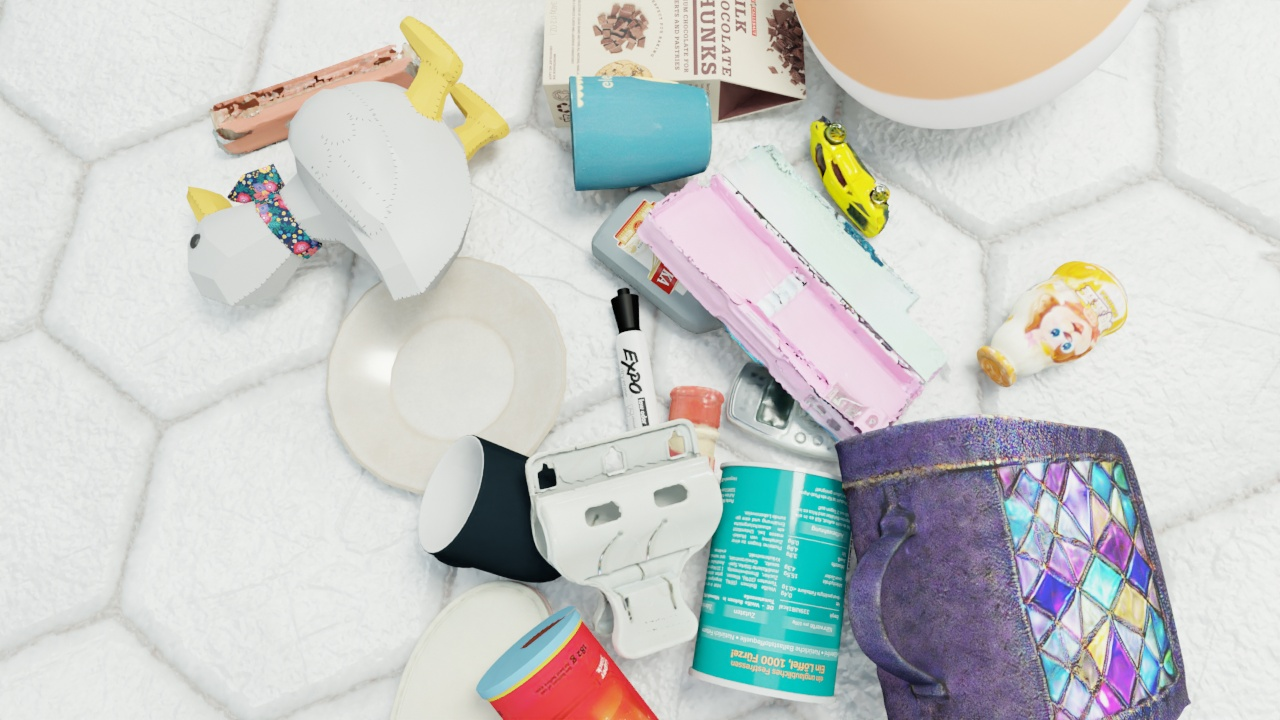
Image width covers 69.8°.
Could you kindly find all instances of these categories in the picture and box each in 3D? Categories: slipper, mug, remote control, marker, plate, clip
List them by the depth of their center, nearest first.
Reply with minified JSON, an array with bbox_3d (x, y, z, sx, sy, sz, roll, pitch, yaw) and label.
[{"bbox_3d":[-0.005,0.121,0.609,0.124,0.082,0.147,-11,93,-20],"label":"clip"},{"bbox_3d":[-0.128,0.288,0.636,0.114,0.054,0.273,14,68,11],"label":"slipper"},{"bbox_3d":[-0.106,0.118,0.657,0.122,0.094,0.085,-40,38,33],"label":"mug"},{"bbox_3d":[0.122,0.041,0.694,0.114,0.028,0.060,21,78,9],"label":"remote control"},{"bbox_3d":[-0.004,0.004,0.713,0.025,0.025,0.125,-9,76,1],"label":"marker"},{"bbox_3d":[-0.002,-0.177,0.714,0.104,0.112,0.084,-3,101,-4],"label":"mug"},{"bbox_3d":[-0.150,0.011,0.719,0.189,0.027,0.188,-1,76,4],"label":"plate"}]

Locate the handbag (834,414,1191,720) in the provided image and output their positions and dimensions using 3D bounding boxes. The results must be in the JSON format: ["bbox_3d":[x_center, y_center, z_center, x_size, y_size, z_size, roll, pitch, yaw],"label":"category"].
[{"bbox_3d":[0.213,0.140,0.566,0.221,0.126,0.204,0,75,-35],"label":"handbag"}]

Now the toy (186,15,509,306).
[{"bbox_3d":[-0.222,-0.125,0.701,0.267,0.141,0.247,-46,58,-4],"label":"toy"}]

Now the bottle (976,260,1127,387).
[{"bbox_3d":[0.302,-0.024,0.679,0.108,0.063,0.063,-36,77,-5],"label":"bottle"}]

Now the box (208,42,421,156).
[{"bbox_3d":[-0.274,-0.227,0.778,0.187,0.058,0.053,-19,46,-2],"label":"box"}]

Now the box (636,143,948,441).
[{"bbox_3d":[0.126,-0.057,0.687,0.230,0.035,0.158,47,56,6],"label":"box"}]

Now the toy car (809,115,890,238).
[{"bbox_3d":[0.162,-0.145,0.726,0.030,0.049,0.107,-29,75,-2],"label":"toy car"}]

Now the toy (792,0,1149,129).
[{"bbox_3d":[0.232,-0.310,0.645,0.266,0.280,0.262,-21,75,19],"label":"toy"}]

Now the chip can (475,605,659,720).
[{"bbox_3d":[-0.008,0.269,0.593,0.087,0.087,0.213,-38,91,-6],"label":"chip can"}]

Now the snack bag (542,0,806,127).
[{"bbox_3d":[0.029,-0.253,0.749,0.206,0.070,0.094,-1,76,3],"label":"snack bag"}]

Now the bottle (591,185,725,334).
[{"bbox_3d":[0.043,-0.063,0.714,0.161,0.046,0.072,40,80,12],"label":"bottle"}]

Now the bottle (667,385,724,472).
[{"bbox_3d":[0.037,0.074,0.684,0.044,0.044,0.109,7,78,5],"label":"bottle"}]

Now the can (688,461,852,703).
[{"bbox_3d":[0.093,0.151,0.632,0.099,0.099,0.143,9,77,6],"label":"can"}]
